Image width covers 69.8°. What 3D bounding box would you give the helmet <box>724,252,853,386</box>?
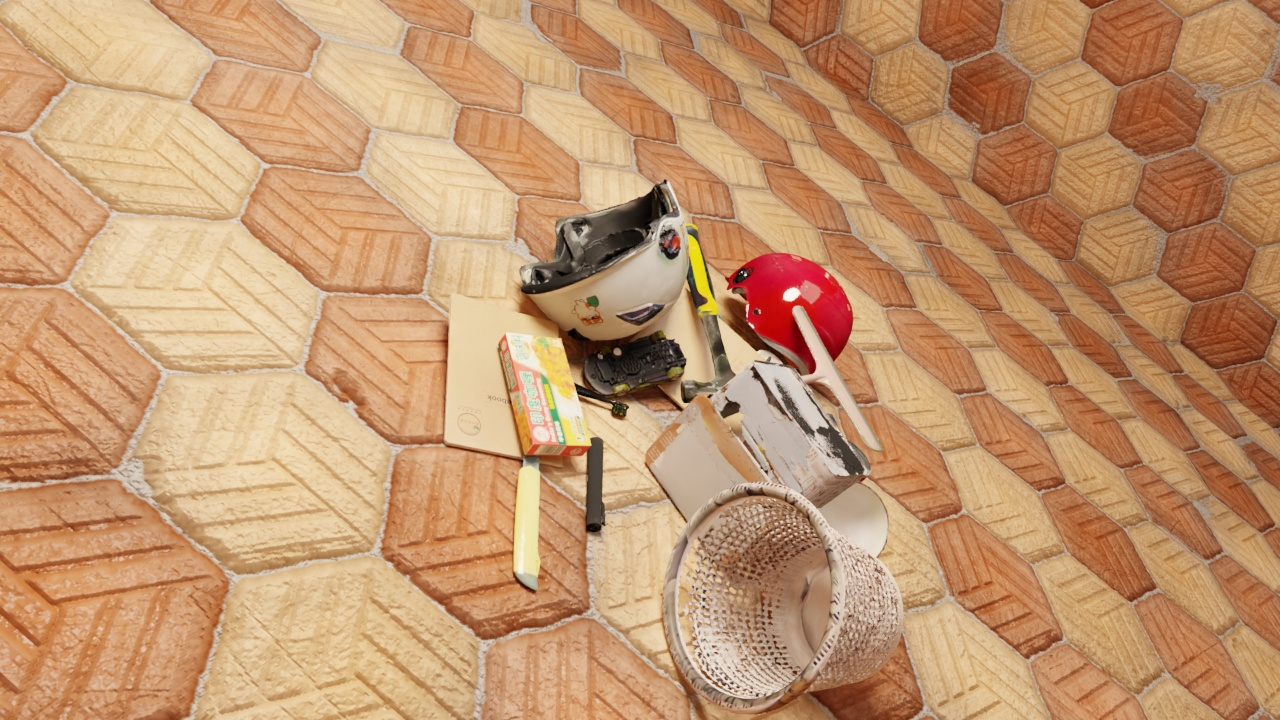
[{"bbox_3d":[0.243,-0.090,1.442,0.207,0.144,0.239,42,14,-33],"label":"helmet"}]

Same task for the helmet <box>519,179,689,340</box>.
[{"bbox_3d":[-0.030,-0.113,1.242,0.157,0.230,0.273,60,27,-26],"label":"helmet"}]

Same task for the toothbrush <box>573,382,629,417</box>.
[{"bbox_3d":[-0.108,0.027,1.149,0.212,0.026,0.027,23,65,-21],"label":"toothbrush"}]

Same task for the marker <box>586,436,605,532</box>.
[{"bbox_3d":[-0.052,0.141,1.065,0.131,0.022,0.020,-92,158,-48],"label":"marker"}]

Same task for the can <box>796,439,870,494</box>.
[{"bbox_3d":[0.260,0.159,1.253,0.066,0.094,0.066,24,36,-19],"label":"can"}]

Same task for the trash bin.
[{"bbox_3d":[0.168,0.259,0.975,0.192,0.228,0.227,23,35,-41],"label":"trash bin"}]

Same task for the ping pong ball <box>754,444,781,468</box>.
[{"bbox_3d":[0.177,0.129,1.263,0.040,0.040,0.040,23,37,-19],"label":"ping pong ball"}]

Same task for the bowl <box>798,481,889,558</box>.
[{"bbox_3d":[0.256,0.212,1.195,0.116,0.116,0.066,31,-9,-9],"label":"bowl"}]

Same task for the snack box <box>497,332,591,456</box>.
[{"bbox_3d":[-0.114,0.039,1.078,0.077,0.027,0.155,5,52,-35],"label":"snack box"}]

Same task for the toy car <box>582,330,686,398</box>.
[{"bbox_3d":[-0.007,0.007,1.229,0.157,0.042,0.070,-14,70,-31],"label":"toy car"}]

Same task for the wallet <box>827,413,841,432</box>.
[{"bbox_3d":[0.273,0.129,1.358,0.090,0.033,0.115,5,47,-34],"label":"wallet"}]

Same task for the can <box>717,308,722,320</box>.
[{"bbox_3d":[0.069,-0.052,1.368,0.102,0.057,0.083,28,38,-12],"label":"can"}]

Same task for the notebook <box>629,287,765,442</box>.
[{"bbox_3d":[0.094,0.010,1.293,0.211,0.012,0.149,43,62,4],"label":"notebook"}]

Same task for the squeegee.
[{"bbox_3d":[0.164,0.050,1.234,0.249,0.040,0.247,-19,62,-10],"label":"squeegee"}]

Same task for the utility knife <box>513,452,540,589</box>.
[{"bbox_3d":[-0.119,0.153,0.991,0.031,0.021,0.206,20,46,-23],"label":"utility knife"}]

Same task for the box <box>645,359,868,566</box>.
[{"bbox_3d":[0.136,0.129,1.124,0.156,0.194,0.183,6,46,-56],"label":"box"}]

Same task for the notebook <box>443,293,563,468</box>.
[{"bbox_3d":[-0.160,0.022,1.088,0.147,0.008,0.207,15,51,-28],"label":"notebook"}]

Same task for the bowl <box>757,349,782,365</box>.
[{"bbox_3d":[0.176,0.023,1.366,0.118,0.065,0.118,24,36,-19],"label":"bowl"}]

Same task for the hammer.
[{"bbox_3d":[0.094,-0.075,1.286,0.126,0.032,0.322,-4,50,-9],"label":"hammer"}]
